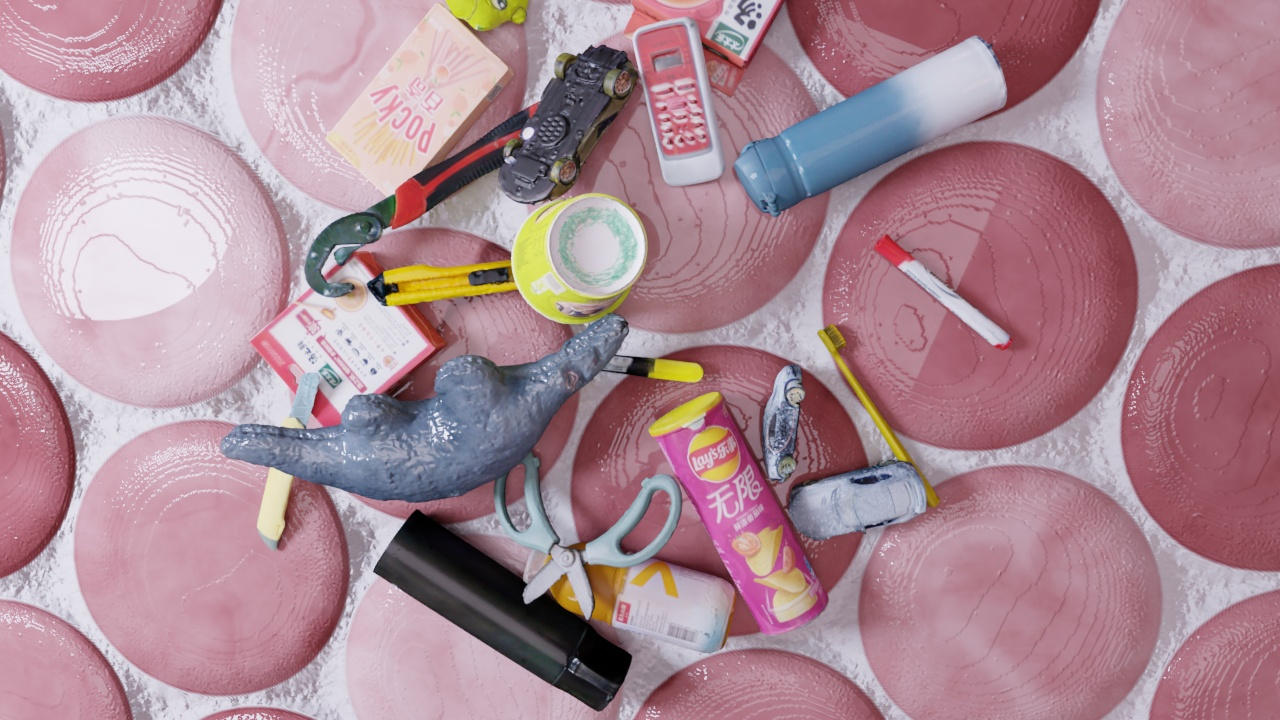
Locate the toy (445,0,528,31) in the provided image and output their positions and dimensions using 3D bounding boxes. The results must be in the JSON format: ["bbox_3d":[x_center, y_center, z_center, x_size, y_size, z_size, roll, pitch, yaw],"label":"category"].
[{"bbox_3d":[-0.140,-0.330,0.781,0.096,0.031,0.100,10,86,-15],"label":"toy"}]

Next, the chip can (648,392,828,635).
[{"bbox_3d":[0.088,0.135,0.811,0.071,0.071,0.210,-28,95,7],"label":"chip can"}]

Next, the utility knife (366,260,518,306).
[{"bbox_3d":[-0.130,-0.076,0.805,0.216,0.015,0.033,-8,91,-9],"label":"utility knife"}]

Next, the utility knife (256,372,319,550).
[{"bbox_3d":[-0.323,0.093,0.835,0.031,0.021,0.205,28,121,9],"label":"utility knife"}]

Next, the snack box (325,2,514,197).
[{"bbox_3d":[-0.193,-0.223,0.805,0.084,0.026,0.157,43,98,-2],"label":"snack box"}]

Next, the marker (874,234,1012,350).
[{"bbox_3d":[0.264,-0.059,0.800,0.145,0.017,0.017,39,98,-2],"label":"marker"}]

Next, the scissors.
[{"bbox_3d":[-0.056,0.131,0.811,0.171,0.019,0.170,-40,65,4],"label":"scissors"}]

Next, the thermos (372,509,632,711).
[{"bbox_3d":[-0.121,0.227,0.829,0.242,0.090,0.068,33,74,-1],"label":"thermos"}]

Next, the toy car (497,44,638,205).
[{"bbox_3d":[-0.062,-0.197,0.772,0.070,0.042,0.158,30,84,31],"label":"toy car"}]

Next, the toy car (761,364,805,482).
[{"bbox_3d":[0.124,0.055,0.809,0.031,0.049,0.105,7,97,0],"label":"toy car"}]

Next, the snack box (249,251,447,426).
[{"bbox_3d":[-0.262,-0.016,0.828,0.127,0.044,0.113,-39,94,7],"label":"snack box"}]

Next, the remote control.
[{"bbox_3d":[0.033,-0.215,0.771,0.056,0.020,0.136,-6,114,18],"label":"remote control"}]

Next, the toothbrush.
[{"bbox_3d":[0.215,0.049,0.819,0.016,0.015,0.190,-33,94,1],"label":"toothbrush"}]

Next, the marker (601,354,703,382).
[{"bbox_3d":[-0.005,0.005,0.829,0.124,0.015,0.018,6,97,6],"label":"marker"}]

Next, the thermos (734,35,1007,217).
[{"bbox_3d":[0.187,-0.192,0.764,0.220,0.070,0.070,-24,95,7],"label":"thermos"}]

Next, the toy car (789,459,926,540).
[{"bbox_3d":[0.192,0.126,0.816,0.121,0.036,0.054,-16,97,16],"label":"toy car"}]

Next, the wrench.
[{"bbox_3d":[-0.176,-0.148,0.795,0.273,0.016,0.056,-36,94,-4],"label":"wrench"}]

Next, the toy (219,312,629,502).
[{"bbox_3d":[-0.168,0.056,0.792,0.356,0.091,0.138,-19,126,2],"label":"toy"}]

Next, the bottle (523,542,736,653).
[{"bbox_3d":[-0.010,0.208,0.828,0.189,0.068,0.068,15,98,5],"label":"bottle"}]

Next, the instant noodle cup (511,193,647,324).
[{"bbox_3d":[-0.044,-0.087,0.750,0.111,0.123,0.111,0,90,-13],"label":"instant noodle cup"}]

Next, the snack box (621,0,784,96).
[{"bbox_3d":[0.060,-0.308,0.767,0.113,0.044,0.127,29,99,0],"label":"snack box"}]
